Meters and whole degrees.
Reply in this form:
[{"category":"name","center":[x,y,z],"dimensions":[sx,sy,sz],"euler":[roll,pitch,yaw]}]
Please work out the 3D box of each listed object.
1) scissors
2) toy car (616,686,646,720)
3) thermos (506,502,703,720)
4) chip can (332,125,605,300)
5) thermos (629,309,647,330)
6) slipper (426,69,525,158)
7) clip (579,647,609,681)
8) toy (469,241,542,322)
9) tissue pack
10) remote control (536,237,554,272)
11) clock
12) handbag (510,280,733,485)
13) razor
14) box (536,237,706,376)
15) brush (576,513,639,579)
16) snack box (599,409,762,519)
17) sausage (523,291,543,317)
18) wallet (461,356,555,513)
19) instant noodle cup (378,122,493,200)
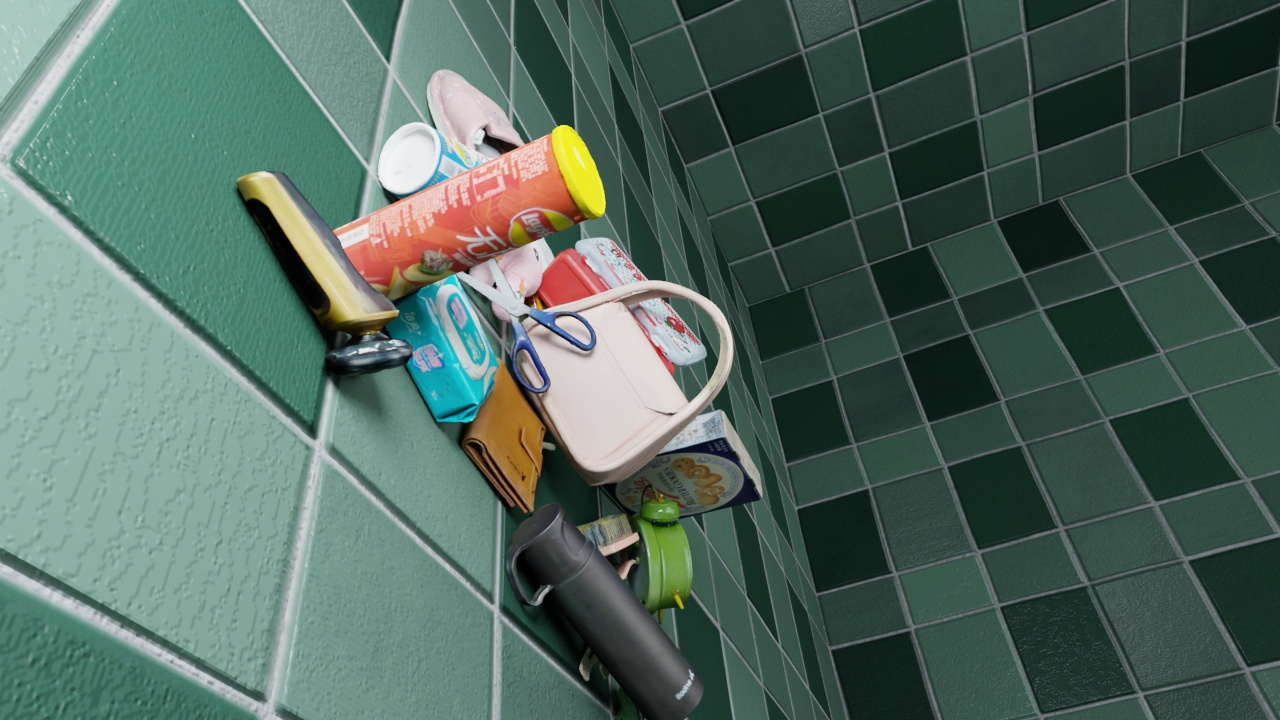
[{"category":"scissors","center":[-0.117,-0.046,0.944],"dimensions":[0.012,0.162,0.162],"euler":[155,-70,-69]},{"category":"toy car","center":[-0.004,0.382,0.965],"dimensions":[0.043,0.036,0.091],"euler":[48,27,-58]},{"category":"thermos","center":[-0.039,0.253,0.880],"dimensions":[0.089,0.069,0.242],"euler":[-47,109,-32]},{"category":"chip can","center":[-0.137,-0.102,0.692],"dimensions":[0.073,0.217,0.073],"euler":[-20,90,-76]},{"category":"thermos","center":[-0.031,-0.046,1.236],"dimensions":[0.070,0.070,0.220],"euler":[68,-13,-14]},{"category":"slipper","center":[-0.169,-0.240,1.017],"dimensions":[0.114,0.054,0.274],"euler":[31,29,-48]},{"category":"clip","center":[-0.047,0.290,0.962],"dimensions":[0.104,0.087,0.035],"euler":[-48,124,-43]},{"category":"toy","center":[-0.151,-0.114,1.030],"dimensions":[0.121,0.054,0.159],"euler":[58,23,-36]},{"category":"tissue pack","center":[-0.171,-0.015,0.802],"dimensions":[0.093,0.050,0.133],"euler":[-80,149,-66]},{"category":"remote control","center":[-0.130,-0.135,1.189],"dimensions":[0.125,0.024,0.049],"euler":[67,16,5]},{"category":"clock","center":[0.016,0.228,1.099],"dimensions":[0.116,0.056,0.161],"euler":[123,-38,-60]},{"category":"handbag","center":[-0.006,0.006,1.003],"dimensions":[0.193,0.234,0.093],"euler":[58,-10,12]},{"category":"razor","center":[-0.226,-0.059,0.650],"dimensions":[0.067,0.062,0.167],"euler":[-47,116,-40]},{"category":"box","center":[-0.024,-0.049,1.102],"dimensions":[0.201,0.095,0.100],"euler":[50,30,11]},{"category":"brush","center":[-0.038,0.211,1.013],"dimensions":[0.145,0.063,0.073],"euler":[20,48,-76]},{"category":"snack box","center":[0.048,0.146,1.188],"dimensions":[0.178,0.183,0.045],"euler":[56,22,-50]},{"category":"sausage","center":[-0.132,-0.073,1.114],"dimensions":[0.021,0.021,0.165],"euler":[21,51,-73]},{"category":"wallet","center":[-0.129,0.077,0.900],"dimensions":[0.119,0.035,0.130],"euler":[56,19,-30]},{"category":"instant noodle cup","center":[-0.188,-0.171,0.877],"dimensions":[0.110,0.099,0.099],"euler":[29,43,-61]}]
